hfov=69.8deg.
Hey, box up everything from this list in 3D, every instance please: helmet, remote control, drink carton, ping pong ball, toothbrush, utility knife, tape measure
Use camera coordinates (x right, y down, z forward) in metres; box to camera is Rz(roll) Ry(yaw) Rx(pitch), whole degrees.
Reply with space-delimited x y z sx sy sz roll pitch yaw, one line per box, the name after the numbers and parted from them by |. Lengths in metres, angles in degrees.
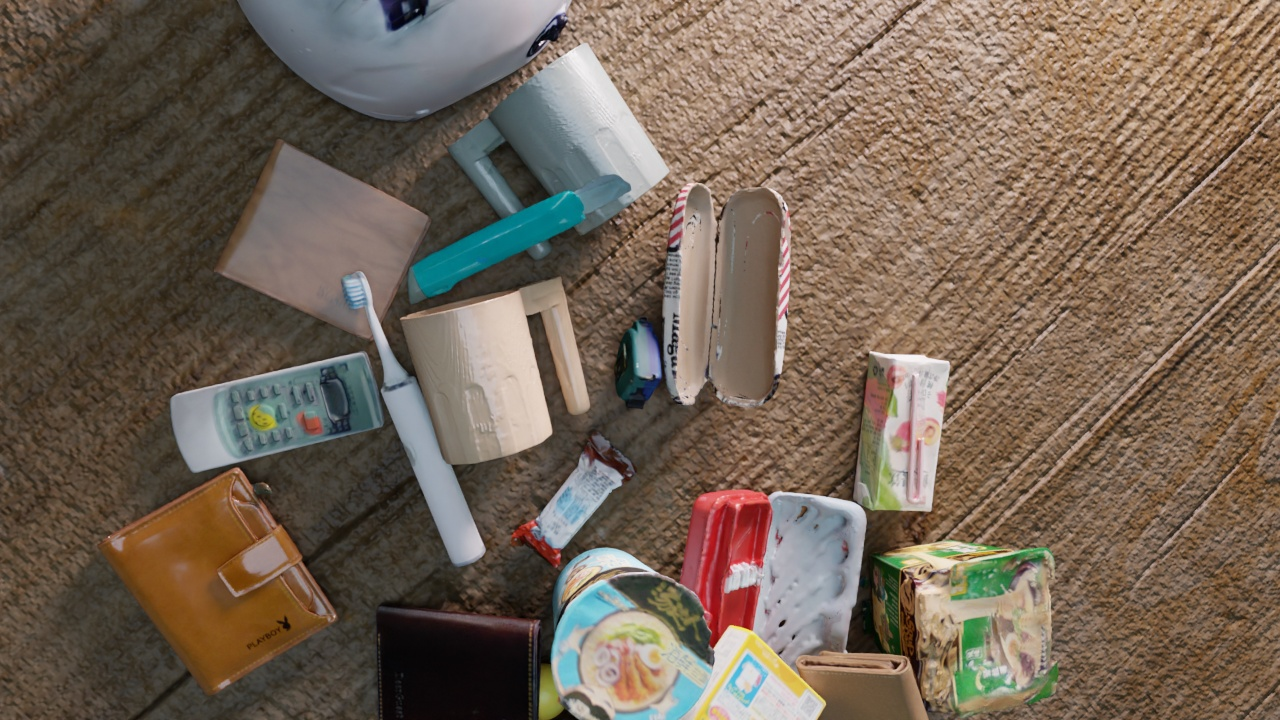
-0.138 -0.288 0.566 0.258 0.146 0.229 -40 102 -6 | helmet
-0.251 0.035 0.637 0.135 0.019 0.056 -13 98 -11 | remote control
0.206 0.057 0.724 0.053 0.045 0.122 5 95 -14 | drink carton
-0.073 0.247 0.684 0.040 0.040 0.040 -1 95 -12 | ping pong ball
-0.161 0.042 0.649 0.026 0.027 0.221 -29 105 -39 | toothbrush
-0.088 -0.083 0.623 0.185 0.013 0.029 -22 99 21 | utility knife
-0.004 0.004 0.668 0.025 0.055 0.058 8 52 -15 | tape measure

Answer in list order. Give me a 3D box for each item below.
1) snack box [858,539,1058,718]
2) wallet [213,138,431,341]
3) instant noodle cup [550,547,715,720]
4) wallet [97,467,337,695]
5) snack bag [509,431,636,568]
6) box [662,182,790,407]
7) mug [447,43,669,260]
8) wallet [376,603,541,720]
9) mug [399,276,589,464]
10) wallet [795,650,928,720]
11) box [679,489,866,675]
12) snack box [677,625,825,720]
0.242 0.194 0.715 0.117 0.106 0.118 -6 97 -14 | snack box
-0.217 -0.081 0.634 0.115 0.020 0.101 25 91 -16 | wallet
-0.018 0.187 0.650 0.111 0.120 0.111 -1 95 -14 | instant noodle cup
-0.284 0.149 0.637 0.119 0.035 0.130 -30 101 -2 | wallet
-0.050 0.106 0.683 0.045 0.026 0.105 40 85 -4 | snack bag
0.056 -0.046 0.666 0.086 0.076 0.162 -4 99 -43 | box
-0.057 -0.140 0.639 0.124 0.083 0.103 -32 103 20 | mug
-0.132 0.228 0.662 0.122 0.020 0.096 3 94 10 | wallet
-0.096 0.005 0.644 0.124 0.084 0.103 -20 102 -37 | mug
0.171 0.269 0.678 0.033 0.090 0.115 -42 116 -50 | wallet
0.091 0.200 0.707 0.157 0.069 0.201 6 95 -21 | box
0.059 0.267 0.635 0.087 0.034 0.140 45 66 -16 | snack box
